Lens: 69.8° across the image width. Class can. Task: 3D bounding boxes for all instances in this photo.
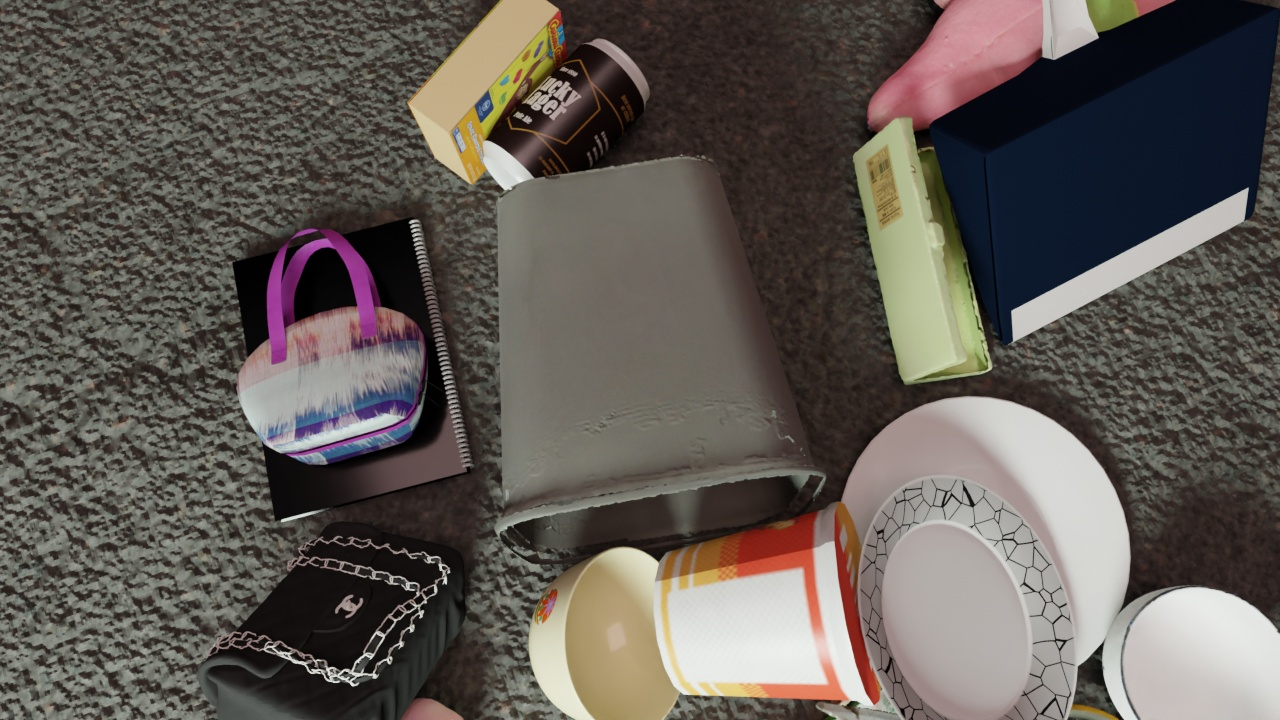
[{"bbox_3d":[-0.058,-0.182,0.712,0.072,0.072,0.128,40,80,9],"label":"can"}]

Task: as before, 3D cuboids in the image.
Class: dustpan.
[{"bbox_3d":[0.327,-0.182,0.662,0.236,0.273,0.080,-27,38,-5],"label":"dustpan"}]

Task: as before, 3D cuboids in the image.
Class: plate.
[{"bbox_3d":[0.213,0.170,0.605,0.188,0.016,0.188,11,65,-25],"label":"plate"},{"bbox_3d":[0.246,0.130,0.663,0.208,0.015,0.208,0,78,0],"label":"plate"}]

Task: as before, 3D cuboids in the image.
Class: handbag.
[{"bbox_3d":[-0.195,0.165,0.585,0.125,0.115,0.153,16,40,13],"label":"handbag"},{"bbox_3d":[-0.227,-0.018,0.671,0.144,0.068,0.169,-16,71,0],"label":"handbag"}]

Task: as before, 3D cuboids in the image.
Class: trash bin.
[{"bbox_3d":[-0.004,0.004,0.616,0.197,0.198,0.220,-9,70,-2],"label":"trash bin"}]

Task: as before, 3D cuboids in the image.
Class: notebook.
[{"bbox_3d":[-0.221,0.003,0.701,0.149,0.016,0.206,-15,77,-2],"label":"notebook"}]

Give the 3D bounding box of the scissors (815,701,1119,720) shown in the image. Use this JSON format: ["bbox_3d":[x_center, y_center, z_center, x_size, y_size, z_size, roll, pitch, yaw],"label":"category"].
[{"bbox_3d":[0.222,0.276,0.604,0.225,0.016,0.224,11,71,-1],"label":"scissors"}]

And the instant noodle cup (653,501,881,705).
[{"bbox_3d":[0.082,0.164,0.599,0.121,0.123,0.123,-13,76,19],"label":"instant noodle cup"}]

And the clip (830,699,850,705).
[{"bbox_3d":[0.149,0.219,0.640,0.062,0.024,0.045,-23,77,-11],"label":"clip"}]

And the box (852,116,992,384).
[{"bbox_3d":[0.221,-0.079,0.693,0.083,0.092,0.188,-4,79,-24],"label":"box"}]

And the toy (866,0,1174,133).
[{"bbox_3d":[0.283,-0.241,0.715,0.237,0.097,0.192,-29,82,4],"label":"toy"}]

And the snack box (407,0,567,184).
[{"bbox_3d":[-0.113,-0.212,0.711,0.040,0.088,0.125,37,80,9],"label":"snack box"}]

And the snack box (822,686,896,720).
[{"bbox_3d":[0.139,0.315,0.616,0.168,0.027,0.132,-30,79,-7],"label":"snack box"}]

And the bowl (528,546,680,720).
[{"bbox_3d":[-0.033,0.189,0.619,0.074,0.117,0.118,-18,73,40],"label":"bowl"}]

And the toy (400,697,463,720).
[{"bbox_3d":[-0.211,0.300,0.567,0.237,0.088,0.190,-21,39,-26],"label":"toy"}]

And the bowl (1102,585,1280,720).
[{"bbox_3d":[0.367,0.209,0.620,0.113,0.063,0.113,0,77,0],"label":"bowl"}]
